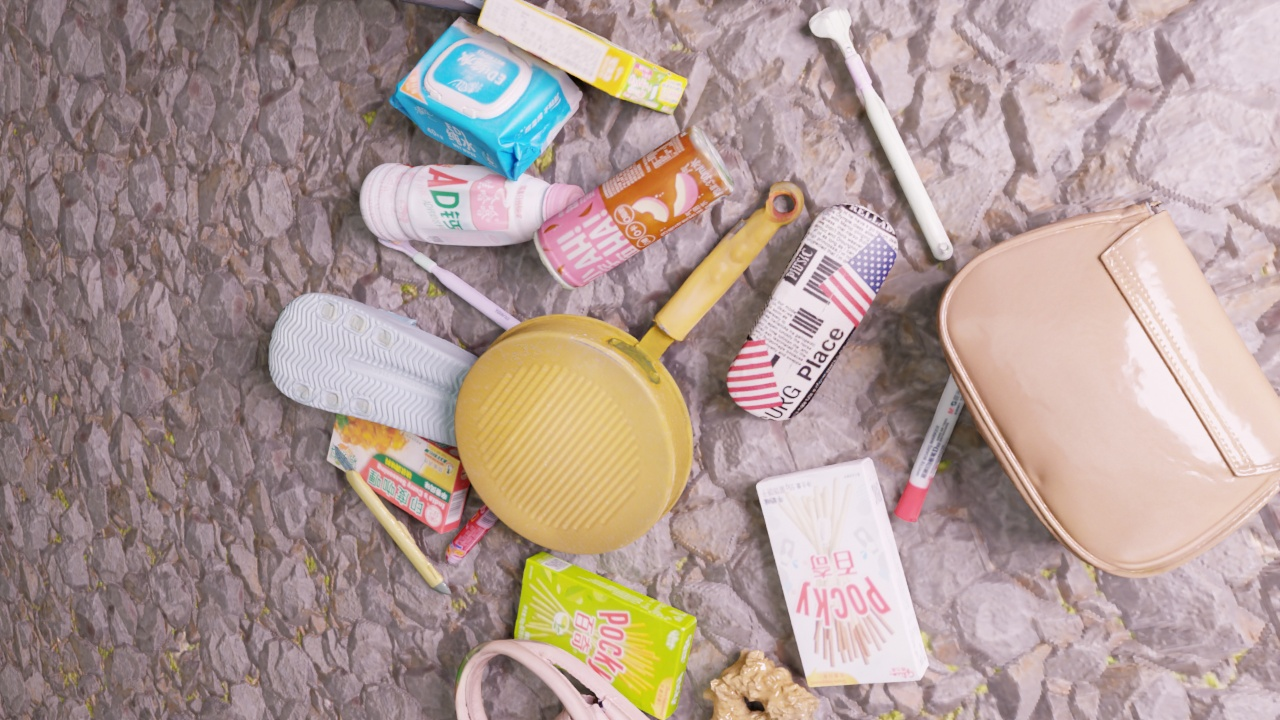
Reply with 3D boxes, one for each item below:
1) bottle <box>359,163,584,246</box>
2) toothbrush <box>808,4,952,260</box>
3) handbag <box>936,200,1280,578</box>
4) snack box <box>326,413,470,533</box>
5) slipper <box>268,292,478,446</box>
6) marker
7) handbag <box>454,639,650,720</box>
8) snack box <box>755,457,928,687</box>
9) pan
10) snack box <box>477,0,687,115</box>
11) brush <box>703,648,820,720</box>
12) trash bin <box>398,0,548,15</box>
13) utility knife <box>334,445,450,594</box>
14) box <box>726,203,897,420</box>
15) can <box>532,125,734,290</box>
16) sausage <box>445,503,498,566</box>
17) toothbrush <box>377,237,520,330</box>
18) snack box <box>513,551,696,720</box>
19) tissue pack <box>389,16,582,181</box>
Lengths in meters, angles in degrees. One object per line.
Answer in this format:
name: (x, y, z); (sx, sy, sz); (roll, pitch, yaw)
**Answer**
bottle: (-0.139, -0.129, 0.768); (0.197, 0.068, 0.068); (7, 99, 24)
toothbrush: (0.166, -0.153, 0.620); (0.029, 0.020, 0.189); (-24, 85, -3)
handbag: (0.273, 0.015, 0.539); (0.148, 0.099, 0.204); (-30, 81, 21)
snack box: (-0.227, 0.092, 0.863); (0.156, 0.027, 0.077); (25, 109, 25)
slipper: (-0.221, 0.007, 0.828); (0.245, 0.074, 0.104); (19, 104, 10)
marker: (0.205, 0.043, 0.622); (0.017, 0.017, 0.145); (24, 107, 25)
handbag: (-0.072, 0.336, 0.765); (0.234, 0.093, 0.194); (49, 123, 20)
snack box: (0.145, 0.154, 0.664); (0.085, 0.026, 0.156); (-16, 87, 30)
pan: (-0.004, 0.004, 0.709); (0.197, 0.078, 0.358); (43, 118, 2)
snack box: (-0.043, -0.231, 0.688); (0.140, 0.086, 0.034); (31, 109, 22)
brush: (0.154, 0.289, 0.658); (0.255, 0.045, 0.083); (22, 102, 31)
trash bin: (-0.135, -0.356, 0.649); (0.199, 0.219, 0.198); (-17, 86, 29)
utility knife: (-0.237, 0.153, 0.864); (0.176, 0.019, 0.031); (49, 138, -4)
box: (0.117, -0.029, 0.630); (0.075, 0.076, 0.164); (35, 109, 15)
can: (-0.005, -0.112, 0.681); (0.147, 0.057, 0.058); (-30, 81, 15)
sausage: (-0.135, 0.137, 0.821); (0.020, 0.020, 0.156); (50, 116, 15)
toothbrush: (-0.160, -0.067, 0.813); (0.189, 0.029, 0.021); (36, 152, 19)
snack box: (-0.033, 0.228, 0.772); (0.156, 0.026, 0.086); (18, 105, 26)
tissue pack: (-0.123, -0.209, 0.730); (0.140, 0.063, 0.090); (32, 76, 23)
